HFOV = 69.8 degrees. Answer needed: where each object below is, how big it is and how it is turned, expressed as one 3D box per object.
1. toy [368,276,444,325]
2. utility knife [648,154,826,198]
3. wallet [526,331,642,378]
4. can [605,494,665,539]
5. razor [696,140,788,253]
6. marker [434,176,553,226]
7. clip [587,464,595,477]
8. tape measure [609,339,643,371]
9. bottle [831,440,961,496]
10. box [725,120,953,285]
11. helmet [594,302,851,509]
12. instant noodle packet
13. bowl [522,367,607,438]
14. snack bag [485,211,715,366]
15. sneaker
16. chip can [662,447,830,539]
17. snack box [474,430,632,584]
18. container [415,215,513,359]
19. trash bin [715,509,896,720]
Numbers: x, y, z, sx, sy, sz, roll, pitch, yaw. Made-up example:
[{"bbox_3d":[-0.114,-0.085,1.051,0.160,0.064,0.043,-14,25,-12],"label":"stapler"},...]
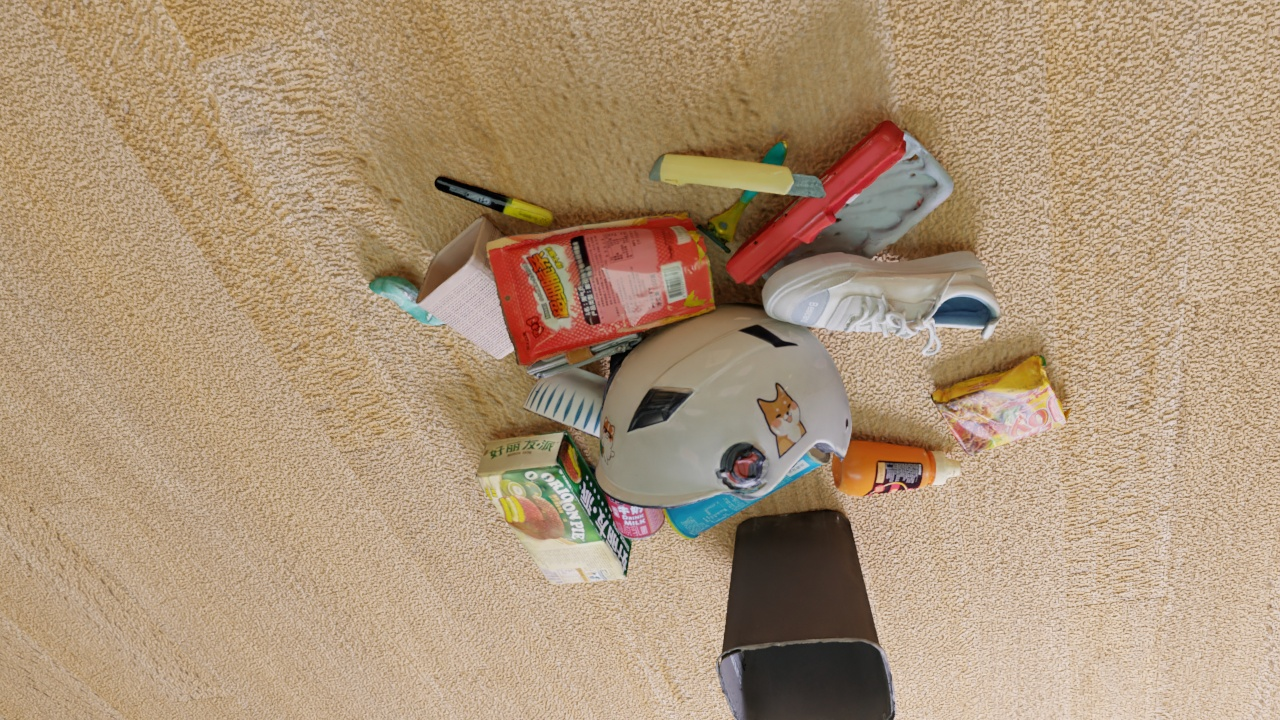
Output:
[{"bbox_3d":[-0.243,-0.064,0.999,0.092,0.030,0.097,36,159,-33],"label":"toy"},{"bbox_3d":[0.086,-0.170,0.850,0.183,0.019,0.031,16,106,35],"label":"utility knife"},{"bbox_3d":[-0.056,-0.034,0.965,0.130,0.106,0.037,-20,121,21],"label":"wallet"},{"bbox_3d":[-0.009,0.170,1.151,0.066,0.066,0.094,-6,128,11],"label":"can"},{"bbox_3d":[0.105,-0.163,0.892,0.043,0.028,0.133,43,129,8],"label":"razor"},{"bbox_3d":[-0.149,-0.161,0.930,0.124,0.015,0.018,18,126,-6],"label":"marker"},{"bbox_3d":[-0.081,0.134,1.160,0.026,0.037,0.058,-30,119,33],"label":"clip"},{"bbox_3d":[-0.006,0.006,1.034,0.058,0.039,0.057,-34,119,28],"label":"tape measure"},{"bbox_3d":[0.307,0.128,1.091,0.149,0.066,0.067,0,129,-3],"label":"bottle"},{"bbox_3d":[0.187,-0.124,0.865,0.100,0.094,0.202,46,121,-5],"label":"box"},{"bbox_3d":[0.076,0.027,0.928,0.273,0.230,0.157,-15,111,-19],"label":"helmet"},{"bbox_3d":[0.407,0.054,1.028,0.129,0.044,0.111,-24,127,23],"label":"instant noodle packet"},{"bbox_3d":[-0.068,0.045,1.043,0.116,0.116,0.066,22,85,-12],"label":"bowl"},{"bbox_3d":[-0.036,-0.078,0.899,0.207,0.128,0.073,-14,171,-9],"label":"snack bag"},{"bbox_3d":[0.235,-0.048,0.882,0.242,0.090,0.090,-5,146,-16],"label":"sneaker"},{"bbox_3d":[0.124,0.141,1.111,0.211,0.071,0.071,-36,117,29],"label":"chip can"},{"bbox_3d":[-0.104,0.194,1.167,0.115,0.063,0.240,-9,131,20],"label":"snack box"},{"bbox_3d":[-0.157,-0.072,0.958,0.090,0.090,0.111,-34,122,28],"label":"container"},{"bbox_3d":[0.202,0.324,1.156,0.199,0.219,0.199,-9,128,12],"label":"trash bin"}]
